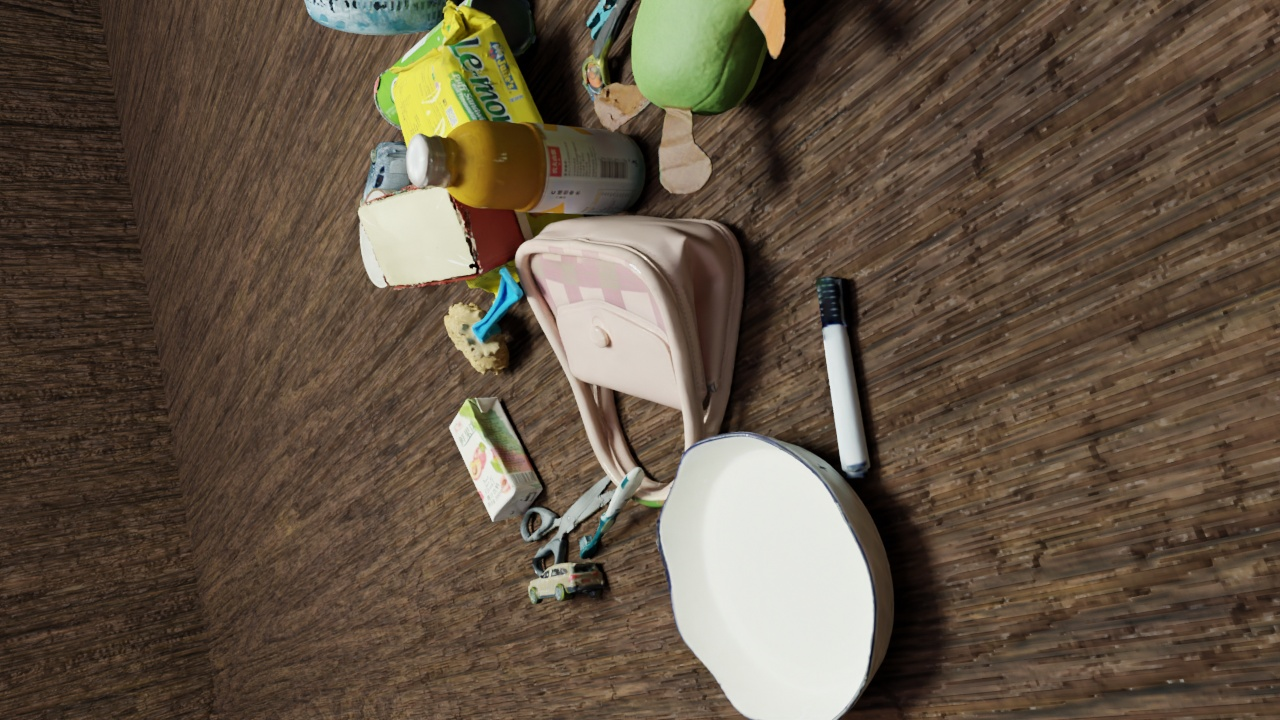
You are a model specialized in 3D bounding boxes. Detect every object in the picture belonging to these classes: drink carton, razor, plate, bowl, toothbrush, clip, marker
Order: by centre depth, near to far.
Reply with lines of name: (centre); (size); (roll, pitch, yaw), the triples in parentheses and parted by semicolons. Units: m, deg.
marker: (0.130, 0.010, 0.586); (0.023, 0.018, 0.130); (-12, 85, 45)
plate: (0.091, 0.146, 0.632); (0.205, 0.045, 0.205); (15, 109, 53)
razor: (-0.022, -0.260, 0.730); (0.042, 0.022, 0.143); (63, 147, 22)
clip: (-0.026, -0.288, 0.754); (0.056, 0.014, 0.041); (-35, 67, 48)
toothbrush: (-0.028, 0.131, 0.786); (0.192, 0.016, 0.018); (117, 143, -54)
drink carton: (-0.149, 0.099, 0.946); (0.054, 0.045, 0.122); (-54, 54, 35)
bowl: (-0.277, -0.142, 1.068); (0.114, 0.062, 0.113); (12, 105, 53)

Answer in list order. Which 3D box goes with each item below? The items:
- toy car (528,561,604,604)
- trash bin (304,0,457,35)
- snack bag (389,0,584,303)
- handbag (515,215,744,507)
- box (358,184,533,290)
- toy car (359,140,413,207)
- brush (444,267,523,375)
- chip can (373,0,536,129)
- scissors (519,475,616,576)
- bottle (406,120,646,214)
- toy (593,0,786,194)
toy car: (-0.072, 0.210, 0.865); (0.091, 0.042, 0.035); (-28, 63, 50)
trash bin: (-0.260, -0.437, 0.902); (0.226, 0.226, 0.195); (43, 140, 41)
snack bag: (-0.147, -0.180, 0.836); (0.158, 0.068, 0.246); (-14, 101, 54)
handbag: (-0.004, 0.004, 0.727); (0.193, 0.093, 0.234); (16, 119, 51)
box: (-0.178, -0.113, 0.792); (0.169, 0.079, 0.091); (0, 114, 49)
toy car: (-0.297, -0.208, 1.091); (0.036, 0.054, 0.121); (61, 138, 30)
brush: (-0.139, -0.040, 0.855); (0.083, 0.045, 0.255); (56, 158, 0)
chip can: (-0.193, -0.301, 0.924); (0.237, 0.072, 0.072); (-9, 88, 53)
scissors: (-0.065, 0.160, 0.876); (0.173, 0.014, 0.145); (9, 101, 49)
bottle: (-0.085, -0.148, 0.705); (0.068, 0.189, 0.068); (9, 101, 52)
toy: (0.048, -0.241, 0.601); (0.247, 0.090, 0.226); (-65, 33, 30)
